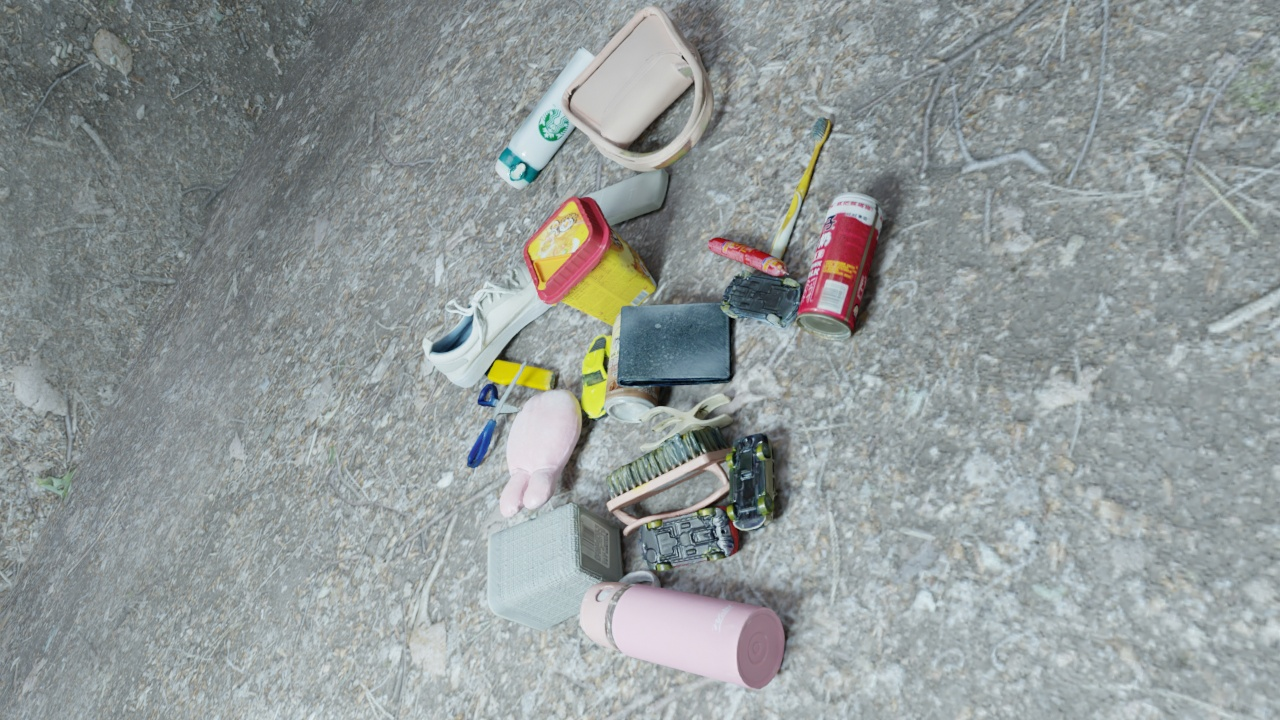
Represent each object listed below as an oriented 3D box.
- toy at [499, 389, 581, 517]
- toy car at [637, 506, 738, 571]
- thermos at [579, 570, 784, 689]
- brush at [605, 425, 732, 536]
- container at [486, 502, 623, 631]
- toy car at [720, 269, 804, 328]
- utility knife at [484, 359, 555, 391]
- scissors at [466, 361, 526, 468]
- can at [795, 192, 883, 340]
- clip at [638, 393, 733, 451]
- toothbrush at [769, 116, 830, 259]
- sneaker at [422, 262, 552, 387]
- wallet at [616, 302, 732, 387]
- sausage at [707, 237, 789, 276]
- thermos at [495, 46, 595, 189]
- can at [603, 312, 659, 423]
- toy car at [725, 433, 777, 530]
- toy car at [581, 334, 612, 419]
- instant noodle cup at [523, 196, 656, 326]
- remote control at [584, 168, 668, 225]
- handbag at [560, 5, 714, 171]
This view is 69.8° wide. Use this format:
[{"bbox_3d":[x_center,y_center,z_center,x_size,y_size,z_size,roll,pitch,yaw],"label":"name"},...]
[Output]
[{"bbox_3d":[-0.119,0.105,1.058,0.122,0.054,0.159,-22,45,45],"label":"toy"},{"bbox_3d":[0.044,0.167,0.861,0.107,0.031,0.049,-20,76,33],"label":"toy car"},{"bbox_3d":[0.035,0.231,0.815,0.199,0.067,0.087,-4,31,47],"label":"thermos"},{"bbox_3d":[0.025,0.121,0.898,0.146,0.063,0.073,-31,76,31],"label":"brush"},{"bbox_3d":[-0.083,0.208,0.931,0.114,0.090,0.090,-28,48,27],"label":"container"},{"bbox_3d":[0.126,-0.061,0.932,0.106,0.031,0.049,18,81,51],"label":"toy car"},{"bbox_3d":[-0.157,0.021,1.188,0.154,0.015,0.033,10,73,49],"label":"utility knife"},{"bbox_3d":[-0.184,0.066,1.161,0.175,0.012,0.162,-65,25,12],"label":"scissors"},{"bbox_3d":[0.189,-0.090,0.866,0.053,0.053,0.132,1,66,47],"label":"can"},{"bbox_3d":[0.044,0.077,0.927,0.105,0.035,0.083,-6,57,35],"label":"clip"},{"bbox_3d":[0.167,-0.178,0.978,0.016,0.018,0.191,7,71,50],"label":"toothbrush"},{"bbox_3d":[-0.191,-0.078,1.219,0.242,0.090,0.089,-47,39,0],"label":"sneaker"},{"bbox_3d":[0.036,-0.019,0.966,0.121,0.019,0.097,-2,59,8],"label":"wallet"},{"bbox_3d":[0.113,-0.112,0.978,0.020,0.020,0.156,-57,32,1],"label":"sausage"},{"bbox_3d":[-0.132,-0.358,1.374,0.224,0.073,0.073,-51,39,9],"label":"thermos"},{"bbox_3d":[-0.006,0.006,1.005,0.059,0.058,0.116,-20,52,37],"label":"can"},{"bbox_3d":[0.104,0.112,0.836,0.042,0.035,0.090,-23,51,37],"label":"toy car"},{"bbox_3d":[-0.047,0.018,1.063,0.048,0.032,0.105,-20,54,37],"label":"toy car"},{"bbox_3d":[-0.056,-0.110,1.083,0.116,0.123,0.116,-44,41,17],"label":"instant noodle cup"},{"bbox_3d":[-0.026,-0.206,1.197,0.150,0.021,0.058,-12,56,42],"label":"remote control"},{"bbox_3d":[0.012,-0.335,1.195,0.193,0.093,0.234,-46,43,13],"label":"handbag"}]
